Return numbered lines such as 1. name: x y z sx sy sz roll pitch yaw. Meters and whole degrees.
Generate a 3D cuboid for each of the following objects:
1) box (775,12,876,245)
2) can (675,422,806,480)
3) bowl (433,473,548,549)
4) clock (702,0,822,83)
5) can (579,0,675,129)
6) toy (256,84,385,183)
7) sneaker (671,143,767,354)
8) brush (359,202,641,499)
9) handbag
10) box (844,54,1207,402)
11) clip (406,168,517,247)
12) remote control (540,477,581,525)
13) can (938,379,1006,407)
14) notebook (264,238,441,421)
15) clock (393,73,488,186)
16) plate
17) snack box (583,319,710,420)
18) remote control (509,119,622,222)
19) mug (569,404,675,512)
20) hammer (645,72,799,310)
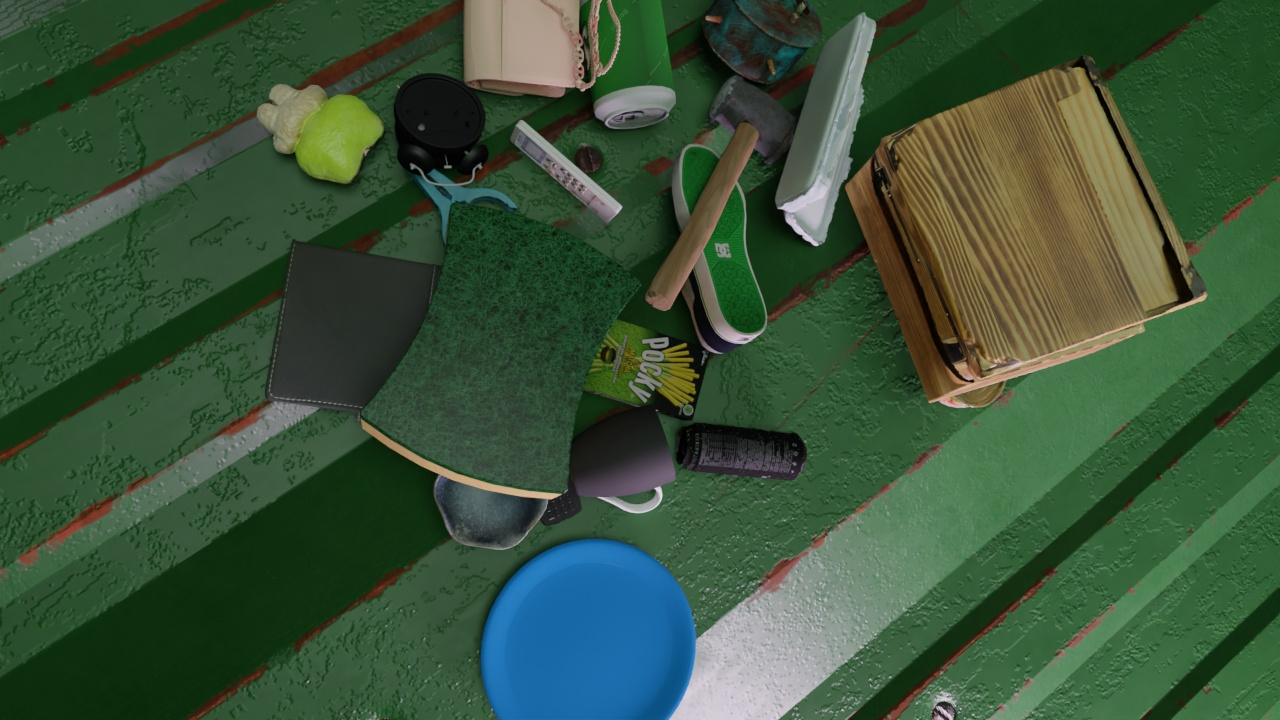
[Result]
1. box: 0.200 -0.246 0.992 0.084 0.186 0.210 16 83 9
2. can: 0.109 0.098 0.988 0.137 0.054 0.054 7 84 -14
3. bowl: -0.152 0.131 0.916 0.110 0.055 0.110 1 86 -16
4. clock: 0.142 -0.380 1.007 0.121 0.074 0.157 38 48 -5
5. can: -0.014 -0.323 0.967 0.087 0.088 0.140 -8 88 -15
6. toy: -0.316 -0.229 0.903 0.115 0.046 0.092 28 79 -5
7. sneaker: 0.069 -0.120 0.990 0.084 0.079 0.235 0 69 -28
8. brush: -0.130 -0.007 0.875 0.195 0.075 0.249 22 73 -9
9. handbag: -0.105 -0.367 0.894 0.116 0.187 0.198 1 90 -22
10. box: 0.387 -0.130 0.973 0.258 0.221 0.279 -16 80 -13
11. clip: -0.190 -0.147 0.942 0.121 0.033 0.119 8 88 -14
12. remote control: -0.101 0.109 0.955 0.046 0.009 0.124 -21 92 -15
13. can: 0.379 0.013 1.072 0.086 0.043 0.086 1 85 -15
14. notebook: -0.252 -0.022 0.915 0.209 0.029 0.169 9 82 -11
15. clock: -0.201 -0.227 0.917 0.091 0.043 0.120 -7 70 -26
16. plate: -0.053 0.296 0.947 0.224 0.024 0.224 1 86 -15
17. snack box: -0.006 0.006 0.979 0.147 0.025 0.080 17 82 -13
18. remote control: -0.079 -0.196 0.960 0.136 0.050 0.011 40 77 -9
19. mug: -0.021 0.113 0.947 0.100 0.085 0.119 -17 120 -6
20. hammer: 0.079 -0.173 0.945 0.098 0.052 0.327 33 56 -11
